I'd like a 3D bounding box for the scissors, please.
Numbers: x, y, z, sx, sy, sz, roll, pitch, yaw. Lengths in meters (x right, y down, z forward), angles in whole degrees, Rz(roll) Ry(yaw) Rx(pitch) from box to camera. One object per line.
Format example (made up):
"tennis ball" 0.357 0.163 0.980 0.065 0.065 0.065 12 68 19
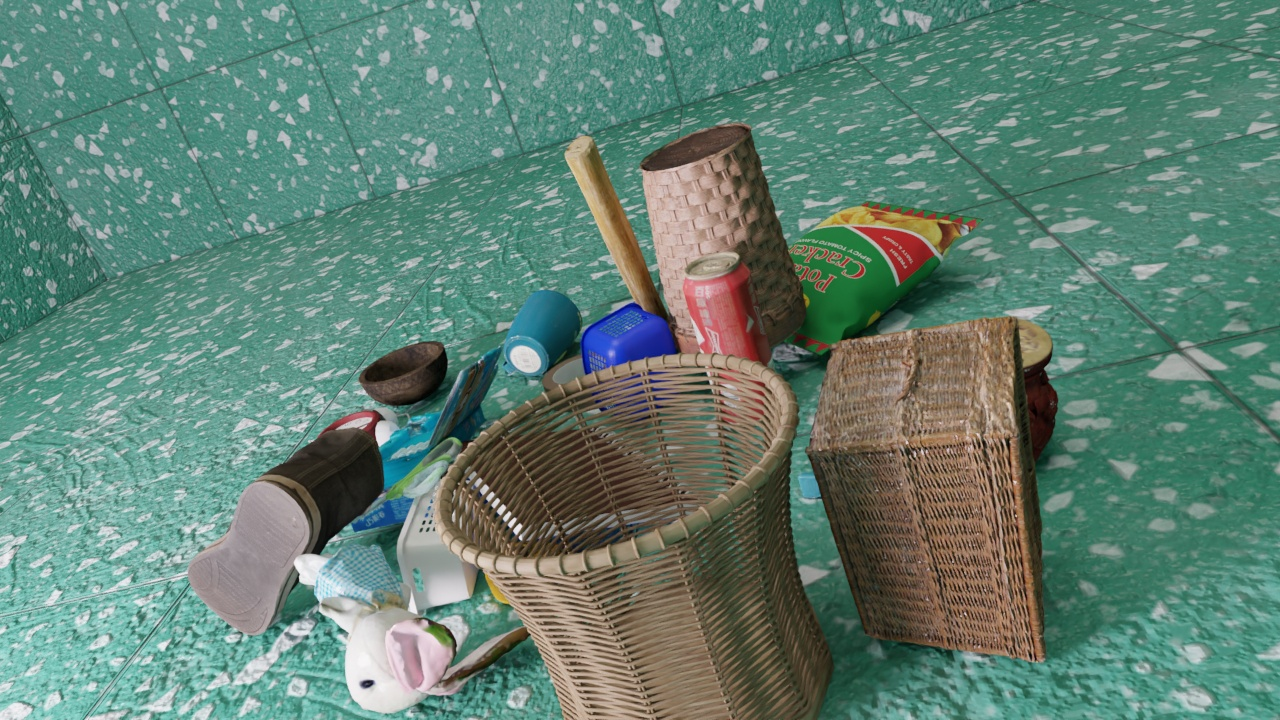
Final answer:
"scissors" -0.225 0.120 0.856 0.176 0.033 0.072 -26 28 34

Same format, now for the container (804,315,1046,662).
"container" 0.185 0.082 0.573 0.113 0.199 0.113 -6 34 26

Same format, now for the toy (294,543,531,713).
"toy" -0.204 0.207 0.699 0.206 0.131 0.105 18 81 33

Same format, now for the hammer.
"hammer" -0.012 -0.107 1.000 0.033 0.331 0.132 31 70 36

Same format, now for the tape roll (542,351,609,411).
"tape roll" -0.069 0.024 1.102 0.094 0.030 0.093 -16 23 7

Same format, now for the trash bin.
"trash bin" 0.078 -0.124 0.968 0.151 0.210 0.151 -17 26 8

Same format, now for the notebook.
"notebook" -0.065 0.107 0.854 0.171 0.022 0.209 -4 16 -27

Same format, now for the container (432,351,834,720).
"container" 0.011 0.134 0.591 0.227 0.196 0.226 -16 23 7

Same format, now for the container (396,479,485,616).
"container" -0.174 0.161 0.826 0.049 0.081 0.129 -5 24 2

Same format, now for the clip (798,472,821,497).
"clip" 0.188 0.102 0.748 0.127 0.028 0.113 -2 30 34

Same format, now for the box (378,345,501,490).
"box" -0.210 0.066 1.004 0.181 0.074 0.227 -39 5 9

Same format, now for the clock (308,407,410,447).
"clock" -0.343 0.096 1.132 0.124 0.044 0.087 -25 24 -11

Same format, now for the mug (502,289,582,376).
"mug" -0.142 -0.025 1.222 0.112 0.084 0.104 -38 16 35

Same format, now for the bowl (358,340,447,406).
"bowl" -0.314 0.027 1.247 0.121 0.056 0.121 -16 23 7

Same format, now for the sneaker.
"sneaker" -0.323 0.157 0.836 0.235 0.095 0.119 -54 -4 32

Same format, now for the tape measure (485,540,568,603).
"tape measure" -0.104 0.180 0.788 0.068 0.030 0.058 -1 27 37

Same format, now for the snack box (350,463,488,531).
"snack box" -0.211 0.133 0.937 0.154 0.033 0.088 -13 6 12

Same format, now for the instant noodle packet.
"instant noodle packet" 0.241 -0.106 1.076 0.252 0.090 0.196 -38 29 -13

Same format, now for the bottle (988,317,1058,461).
"bottle" 0.280 0.028 0.734 0.099 0.111 0.098 -10 35 7

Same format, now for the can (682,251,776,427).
"can" 0.091 -0.018 0.900 0.067 0.170 0.067 -15 25 7

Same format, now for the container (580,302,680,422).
"container" -0.006 0.006 0.995 0.096 0.114 0.058 -32 35 -27
